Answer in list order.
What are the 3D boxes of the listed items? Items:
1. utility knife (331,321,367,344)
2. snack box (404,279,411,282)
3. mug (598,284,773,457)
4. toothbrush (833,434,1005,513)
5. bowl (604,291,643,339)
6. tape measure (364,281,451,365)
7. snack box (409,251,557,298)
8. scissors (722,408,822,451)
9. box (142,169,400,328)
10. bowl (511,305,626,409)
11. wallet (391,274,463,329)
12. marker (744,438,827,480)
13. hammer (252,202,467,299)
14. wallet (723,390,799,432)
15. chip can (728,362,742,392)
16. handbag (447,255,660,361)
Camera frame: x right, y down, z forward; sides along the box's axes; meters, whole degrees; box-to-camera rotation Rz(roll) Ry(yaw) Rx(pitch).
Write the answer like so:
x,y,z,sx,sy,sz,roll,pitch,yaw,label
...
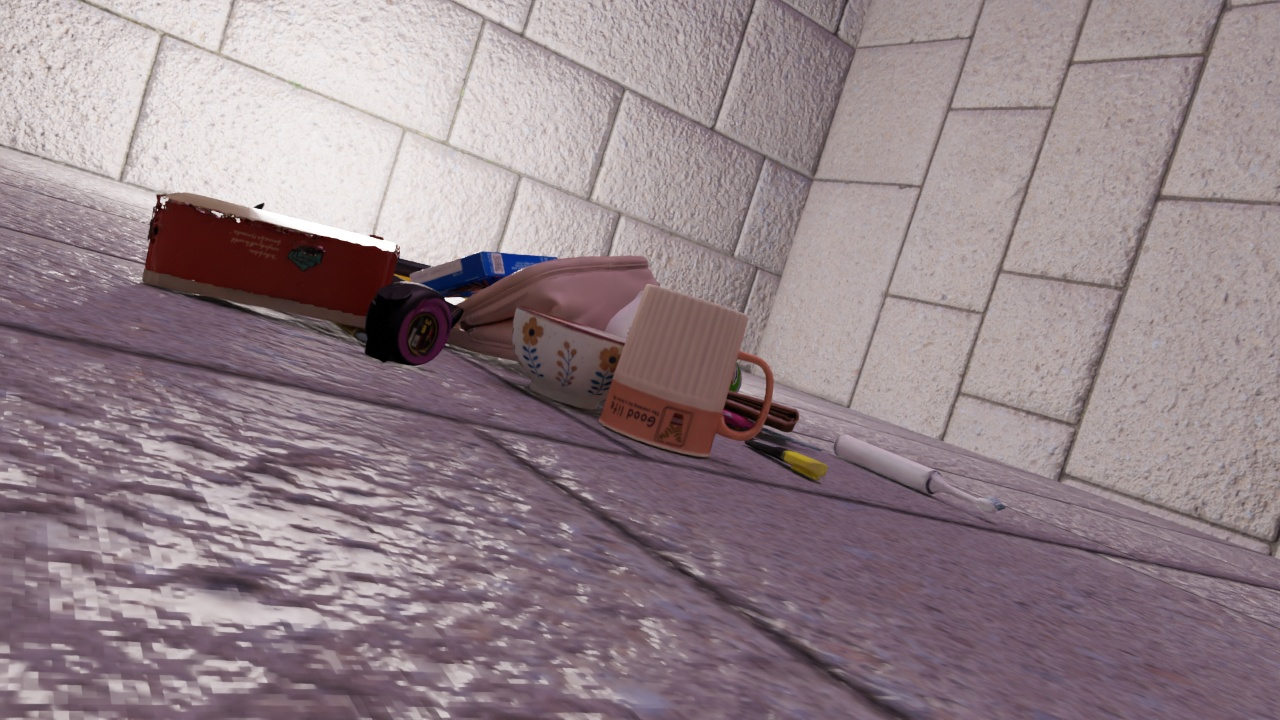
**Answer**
x,y,z,sx,sy,sz,roll,pitch,yaw,label
-0.238,-0.030,0.738,0.031,0.019,0.173,23,-5,-34,utility knife
-0.321,-0.086,0.958,0.127,0.044,0.113,18,3,21,snack box
0.040,0.011,0.659,0.114,0.106,0.081,18,3,6,mug
0.276,0.115,0.931,0.026,0.027,0.221,-15,17,-25,toothbrush
-0.005,0.005,0.813,0.064,0.118,0.118,-23,13,-12,bowl
-0.162,-0.026,0.634,0.039,0.057,0.057,18,11,30,tape measure
-0.152,-0.085,0.928,0.085,0.026,0.157,-14,-1,23,snack box
0.128,0.074,0.979,0.137,0.017,0.096,20,-5,-15,scissors
-0.266,-0.082,0.682,0.168,0.079,0.091,12,8,-16,box
-0.052,0.002,0.728,0.113,0.062,0.113,18,4,-2,bowl
-0.226,-0.054,0.812,0.122,0.020,0.096,26,20,-1,wallet
0.120,0.081,0.775,0.018,0.015,0.124,17,0,-21,marker
-0.317,-0.114,1.059,0.323,0.031,0.126,14,-19,14,hammer
0.113,0.051,0.990,0.115,0.020,0.101,17,-7,8,wallet
0.073,0.003,1.059,0.072,0.072,0.236,18,-6,13,chip can
-0.113,-0.047,0.929,0.235,0.093,0.192,-4,5,33,handbag
